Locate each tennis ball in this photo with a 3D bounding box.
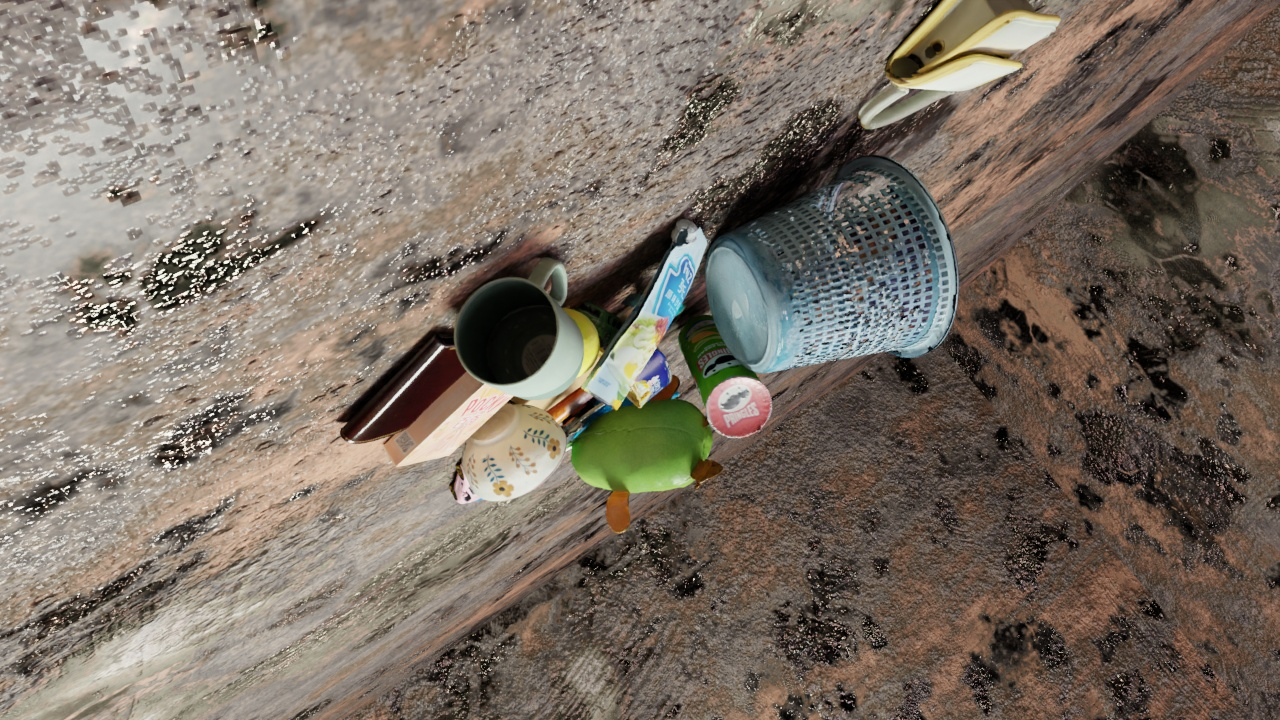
[{"bbox_3d":[-0.069,-0.015,0.823,0.065,0.065,0.065,-34,167,-9],"label":"tennis ball"}]

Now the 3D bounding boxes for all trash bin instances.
[{"bbox_3d":[0.184,-0.085,0.972,0.194,0.226,0.227,-18,161,-19],"label":"trash bin"}]

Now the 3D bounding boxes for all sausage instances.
[{"bbox_3d":[-0.107,0.069,1.118,0.165,0.021,0.021,-38,167,8],"label":"sausage"}]

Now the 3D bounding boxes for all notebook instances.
[{"bbox_3d":[-0.049,-0.008,1.027,0.207,0.008,0.148,-36,167,-3],"label":"notebook"}]

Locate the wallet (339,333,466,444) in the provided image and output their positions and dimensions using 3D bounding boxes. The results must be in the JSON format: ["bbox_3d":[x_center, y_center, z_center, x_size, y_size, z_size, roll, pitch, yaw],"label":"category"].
[{"bbox_3d":[-0.183,0.022,0.765,0.122,0.020,0.096,-41,171,16],"label":"wallet"}]

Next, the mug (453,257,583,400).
[{"bbox_3d":[-0.087,-0.026,0.733,0.106,0.082,0.111,44,68,-77],"label":"mug"}]

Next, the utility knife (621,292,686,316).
[{"bbox_3d":[0.015,-0.059,0.961,0.029,0.013,0.209,-37,170,12],"label":"utility knife"}]

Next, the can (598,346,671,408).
[{"bbox_3d":[-0.006,0.006,1.004,0.049,0.074,0.148,-39,168,-6],"label":"can"}]

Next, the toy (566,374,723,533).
[{"bbox_3d":[0.011,0.105,1.110,0.247,0.090,0.226,-6,-136,35],"label":"toy"}]

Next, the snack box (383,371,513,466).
[{"bbox_3d":[-0.163,0.040,0.863,0.157,0.026,0.084,-41,166,20],"label":"snack box"}]

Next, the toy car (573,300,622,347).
[{"bbox_3d":[-0.038,-0.030,0.894,0.036,0.043,0.091,-61,160,-5],"label":"toy car"}]

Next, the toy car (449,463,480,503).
[{"bbox_3d":[-0.197,0.142,1.110,0.056,0.037,0.123,-31,165,-29],"label":"toy car"}]

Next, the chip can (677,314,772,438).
[{"bbox_3d":[0.094,0.011,1.075,0.072,0.072,0.235,-39,-161,9],"label":"chip can"}]

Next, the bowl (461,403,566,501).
[{"bbox_3d":[-0.140,0.085,0.953,0.113,0.113,0.062,-35,126,-8],"label":"bowl"}]

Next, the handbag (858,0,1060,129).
[{"bbox_3d":[0.293,-0.277,0.865,0.163,0.063,0.179,-18,162,-49],"label":"handbag"}]

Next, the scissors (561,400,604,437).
[{"bbox_3d":[-0.089,0.087,1.075,0.222,0.021,0.220,-38,-177,11],"label":"scissors"}]

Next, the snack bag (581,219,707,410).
[{"bbox_3d":[0.009,-0.044,0.870,0.191,0.039,0.110,-59,158,-5],"label":"snack bag"}]

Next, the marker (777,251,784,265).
[{"bbox_3d":[0.140,-0.105,1.147,0.131,0.020,0.022,-31,168,-22],"label":"marker"}]

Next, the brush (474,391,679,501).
[{"bbox_3d":[-0.087,0.101,1.226,0.313,0.060,0.110,-25,166,-32],"label":"brush"}]
